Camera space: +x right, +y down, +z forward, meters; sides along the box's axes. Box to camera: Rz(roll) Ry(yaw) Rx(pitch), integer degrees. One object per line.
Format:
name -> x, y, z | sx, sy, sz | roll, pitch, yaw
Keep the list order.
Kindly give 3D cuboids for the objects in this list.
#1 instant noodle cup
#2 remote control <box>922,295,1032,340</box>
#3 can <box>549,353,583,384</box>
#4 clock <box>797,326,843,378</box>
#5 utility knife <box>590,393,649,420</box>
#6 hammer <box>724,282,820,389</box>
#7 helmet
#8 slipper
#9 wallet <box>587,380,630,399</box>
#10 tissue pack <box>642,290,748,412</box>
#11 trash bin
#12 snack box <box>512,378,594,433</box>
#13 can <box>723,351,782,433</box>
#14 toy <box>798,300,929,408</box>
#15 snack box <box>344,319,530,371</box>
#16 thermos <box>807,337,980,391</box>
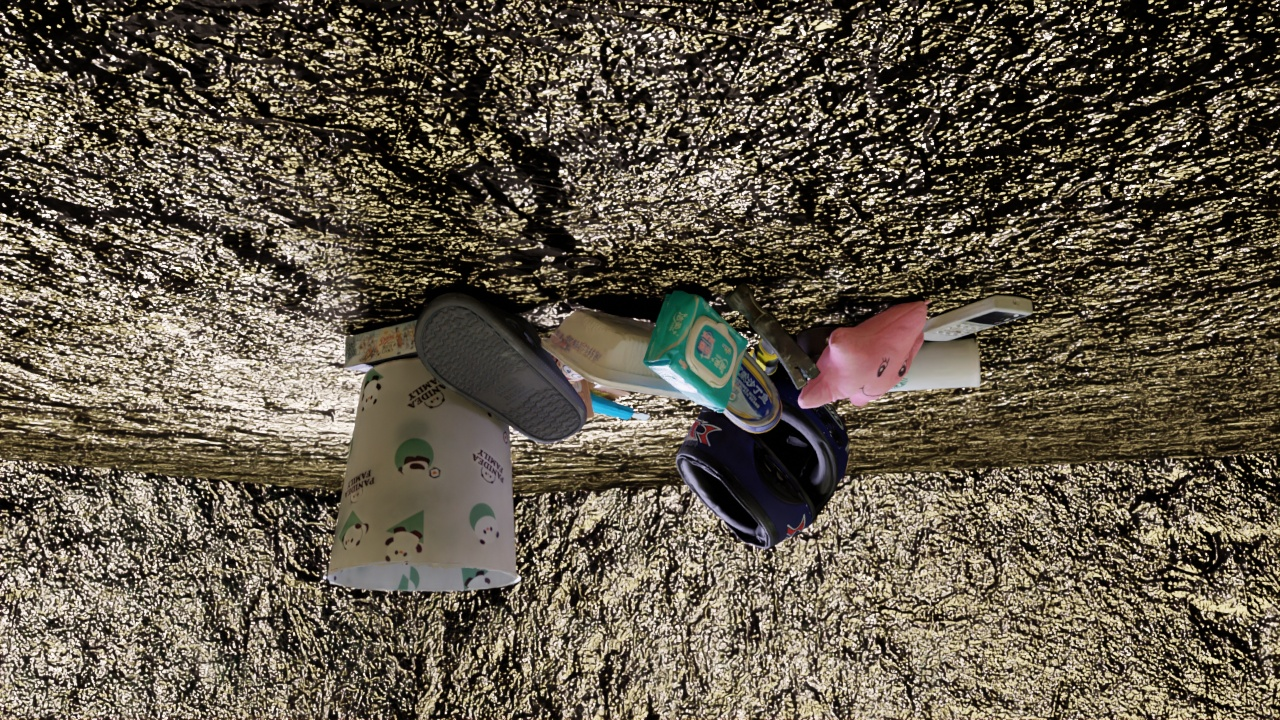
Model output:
instant noodle cup -> -0.013, -0.011, 1.065 | 0.173, 0.060, 0.138 | 8, -164, -39
remote control -> 0.396, -0.048, 1.102 | 0.058, 0.021, 0.150 | 4, 167, -22
can -> -0.080, -0.003, 1.197 | 0.053, 0.053, 0.133 | 5, 166, -24
clock -> 0.236, -0.007, 1.197 | 0.082, 0.055, 0.122 | 3, 167, -21
utility knife -> -0.045, 0.079, 1.488 | 0.034, 0.018, 0.194 | -30, 150, 28
hammer -> 0.156, -0.011, 1.110 | 0.032, 0.126, 0.323 | -40, 171, 1
helmet -> 0.204, 0.142, 1.424 | 0.240, 0.247, 0.316 | -42, -179, -10
slipper -> -0.163, 0.002, 1.085 | 0.111, 0.083, 0.268 | -30, 133, 16
wallet -> -0.074, 0.046, 1.469 | 0.116, 0.033, 0.090 | -17, 159, 40
tissue pack -> 0.066, -0.008, 1.018 | 0.050, 0.093, 0.133 | 2, 155, 43
trash bin -> -0.258, 0.145, 1.132 | 0.229, 0.251, 0.230 | 0, 159, 0
snack box -> -0.131, 0.047, 1.288 | 0.094, 0.092, 0.077 | -8, 174, -35
can -> 0.119, 0.026, 1.168 | 0.074, 0.148, 0.049 | -40, 163, -1
toy -> 0.269, -0.008, 1.077 | 0.194, 0.074, 0.179 | 5, 131, -49
snack box -> -0.253, -0.008, 1.184 | 0.183, 0.045, 0.177 | -10, 165, 36
thermos -> 0.342, 0.011, 1.252 | 0.224, 0.073, 0.073 | -4, 167, 16
